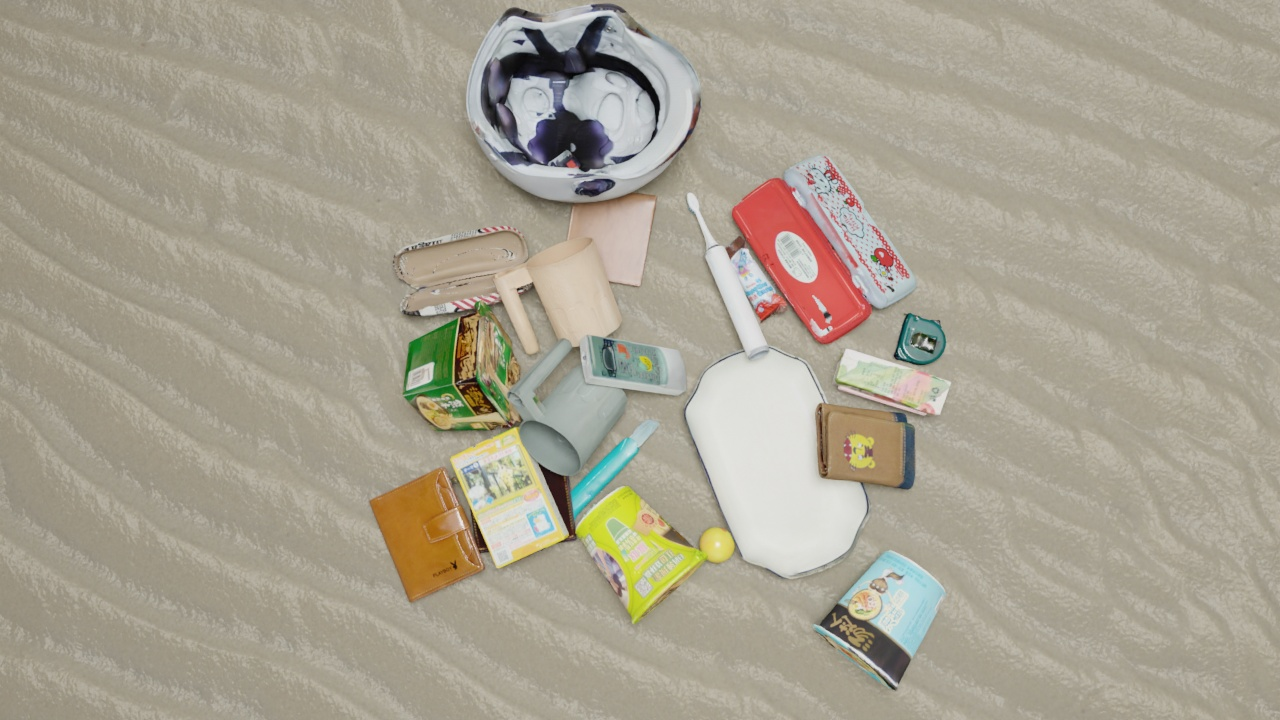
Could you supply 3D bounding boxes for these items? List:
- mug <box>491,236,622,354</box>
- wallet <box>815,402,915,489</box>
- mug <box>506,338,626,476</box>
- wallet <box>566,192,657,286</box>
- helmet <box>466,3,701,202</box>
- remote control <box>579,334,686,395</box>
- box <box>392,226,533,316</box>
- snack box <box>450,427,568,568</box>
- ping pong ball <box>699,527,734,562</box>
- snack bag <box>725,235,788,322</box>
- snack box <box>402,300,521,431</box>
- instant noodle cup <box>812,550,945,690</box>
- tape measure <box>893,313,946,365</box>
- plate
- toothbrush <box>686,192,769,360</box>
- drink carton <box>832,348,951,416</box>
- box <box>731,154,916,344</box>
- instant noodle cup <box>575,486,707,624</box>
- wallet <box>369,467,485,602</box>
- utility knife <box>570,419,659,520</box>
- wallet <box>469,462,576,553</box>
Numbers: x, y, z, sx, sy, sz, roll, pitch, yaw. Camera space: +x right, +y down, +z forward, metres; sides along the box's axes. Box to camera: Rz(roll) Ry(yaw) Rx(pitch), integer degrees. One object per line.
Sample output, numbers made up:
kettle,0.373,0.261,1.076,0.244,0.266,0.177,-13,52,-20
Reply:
mug,-0.094,-0.071,1.055,0.124,0.084,0.103,-21,111,0
wallet,0.252,0.095,1.029,0.115,0.033,0.090,9,70,-19
mug,-0.083,0.050,1.027,0.103,0.084,0.124,-50,121,-37
wallet,-0.038,-0.152,1.111,0.101,0.020,0.115,10,86,6
helmet,-0.067,-0.276,1.062,0.258,0.146,0.228,2,73,-4
remote control,-0.006,0.006,1.045,0.135,0.019,0.056,10,59,-34
box,-0.213,-0.107,1.088,0.162,0.075,0.086,-12,113,4
snack box,-0.150,0.156,1.050,0.087,0.033,0.140,-26,85,4
ping pong ball,0.087,0.211,1.047,0.040,0.040,0.040,0,83,4
snack bag,0.133,-0.094,1.085,0.045,0.026,0.105,-40,79,43
snack box,-0.206,0.018,1.045,0.106,0.117,0.118,-14,50,10
instant noodle cup,0.266,0.276,1.001,0.111,0.111,0.120,37,79,7
tape measure,0.327,-0.023,1.067,0.054,0.025,0.058,17,85,7
plate,0.155,0.115,1.058,0.162,0.034,0.265,-23,82,0
toothbrush,0.097,-0.103,1.075,0.026,0.026,0.221,-17,72,-13
drink carton,0.284,0.028,1.050,0.122,0.053,0.045,18,85,7
box,0.216,-0.135,1.072,0.157,0.069,0.201,-32,83,-4
instant noodle cup,-0.006,0.209,1.026,0.111,0.112,0.123,-42,75,-2
wallet,-0.243,0.200,1.073,0.119,0.035,0.130,-27,81,14
utility knife,-0.045,0.137,1.078,0.185,0.013,0.029,-46,80,1
wallet,-0.139,0.171,1.073,0.122,0.020,0.096,-9,85,8
